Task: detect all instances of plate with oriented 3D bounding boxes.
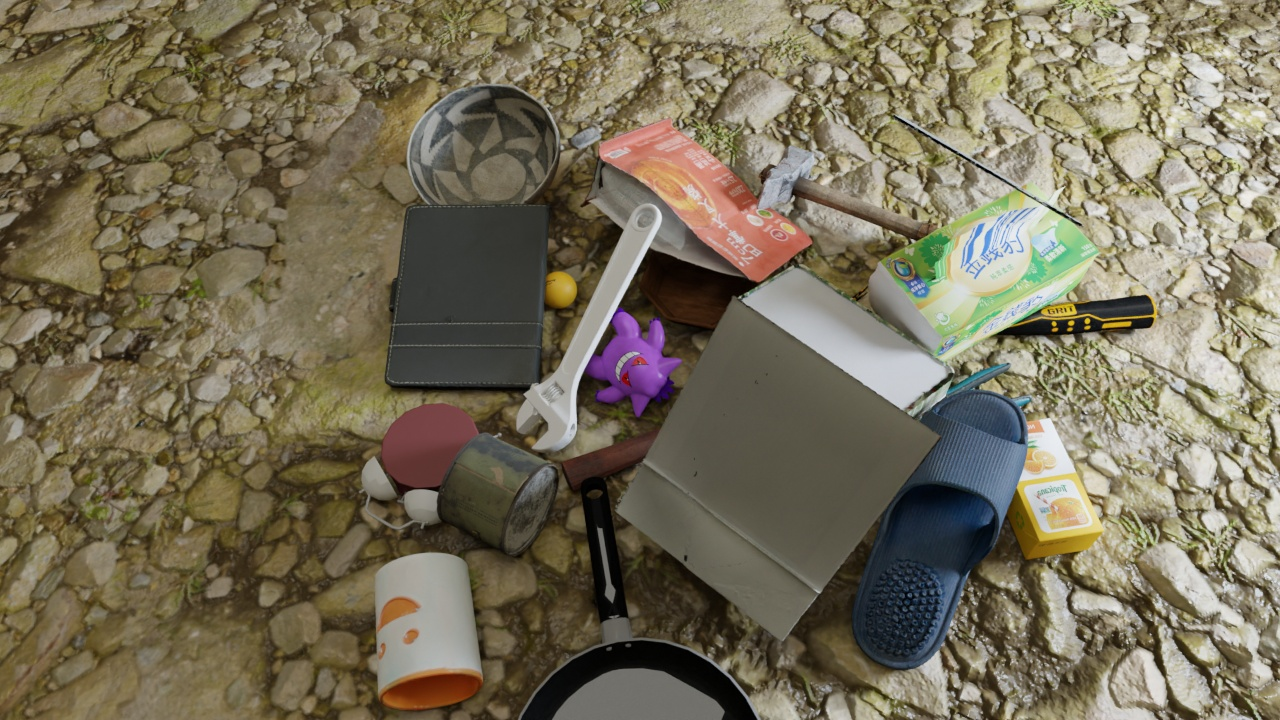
[{"bbox_3d":[0.066,-0.082,0.998,0.131,0.025,0.131,-2,55,2],"label":"plate"}]

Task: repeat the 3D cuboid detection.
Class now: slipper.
[{"bbox_3d":[0.253,0.131,0.775,0.101,0.082,0.263,24,74,18],"label":"slipper"}]

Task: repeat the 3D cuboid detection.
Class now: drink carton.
[{"bbox_3d":[0.361,0.113,0.836,0.058,0.040,0.122,-9,55,-3],"label":"drink carton"}]

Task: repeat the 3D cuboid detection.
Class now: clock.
[{"bbox_3d":[-0.203,0.099,0.873,0.096,0.048,0.137,25,60,19],"label":"clock"}]

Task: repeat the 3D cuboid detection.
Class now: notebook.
[{"bbox_3d":[-0.182,-0.069,0.972,0.169,0.029,0.208,0,69,5],"label":"notebook"}]

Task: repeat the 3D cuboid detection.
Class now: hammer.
[{"bbox_3d":[0.280,-0.152,1.013,0.319,0.049,0.121,24,36,12],"label":"hammer"},{"bbox_3d":[0.366,-0.039,0.949,0.320,0.036,0.123,-6,54,2],"label":"hammer"},{"bbox_3d":[0.067,0.060,0.899,0.300,0.028,0.111,-20,57,-10],"label":"hammer"}]

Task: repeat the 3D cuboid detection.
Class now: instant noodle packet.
[{"bbox_3d":[0.072,-0.169,1.004,0.221,0.084,0.164,33,36,16],"label":"instant noodle packet"}]

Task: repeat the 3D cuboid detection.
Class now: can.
[{"bbox_3d":[-0.128,0.120,0.828,0.075,0.090,0.089,23,59,18],"label":"can"}]

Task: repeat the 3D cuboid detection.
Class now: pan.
[{"bbox_3d":[-0.014,0.260,0.752,0.204,0.044,0.355,-9,55,-3],"label":"pan"}]

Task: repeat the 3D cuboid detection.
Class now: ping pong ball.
[{"bbox_3d":[-0.089,-0.076,0.994,0.040,0.040,0.040,-2,55,2],"label":"ping pong ball"}]

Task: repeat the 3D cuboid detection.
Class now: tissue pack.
[{"bbox_3d":[0.332,-0.098,0.880,0.197,0.141,0.120,-33,66,-13],"label":"tissue pack"}]

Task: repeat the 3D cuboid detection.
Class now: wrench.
[{"bbox_3d":[-0.047,-0.035,0.913,0.066,0.018,0.273,23,83,29],"label":"wrench"}]

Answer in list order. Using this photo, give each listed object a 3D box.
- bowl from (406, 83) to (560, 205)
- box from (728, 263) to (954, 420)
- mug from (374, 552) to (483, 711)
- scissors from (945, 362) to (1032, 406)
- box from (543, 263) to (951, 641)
[{"bbox_3d":[-0.177,-0.229,1.077,0.178,0.081,0.178,-1,73,4],"label":"bowl"},{"bbox_3d":[0.187,-0.007,0.887,0.117,0.050,0.205,-32,56,-30],"label":"box"},{"bbox_3d":[-0.178,0.225,0.763,0.082,0.082,0.105,-12,55,-5],"label":"mug"},{"bbox_3d":[0.313,0.040,0.903,0.126,0.019,0.144,24,66,13],"label":"scissors"},{"bbox_3d":[0.079,0.068,0.599,0.167,0.513,0.173,35,74,14],"label":"box"}]
